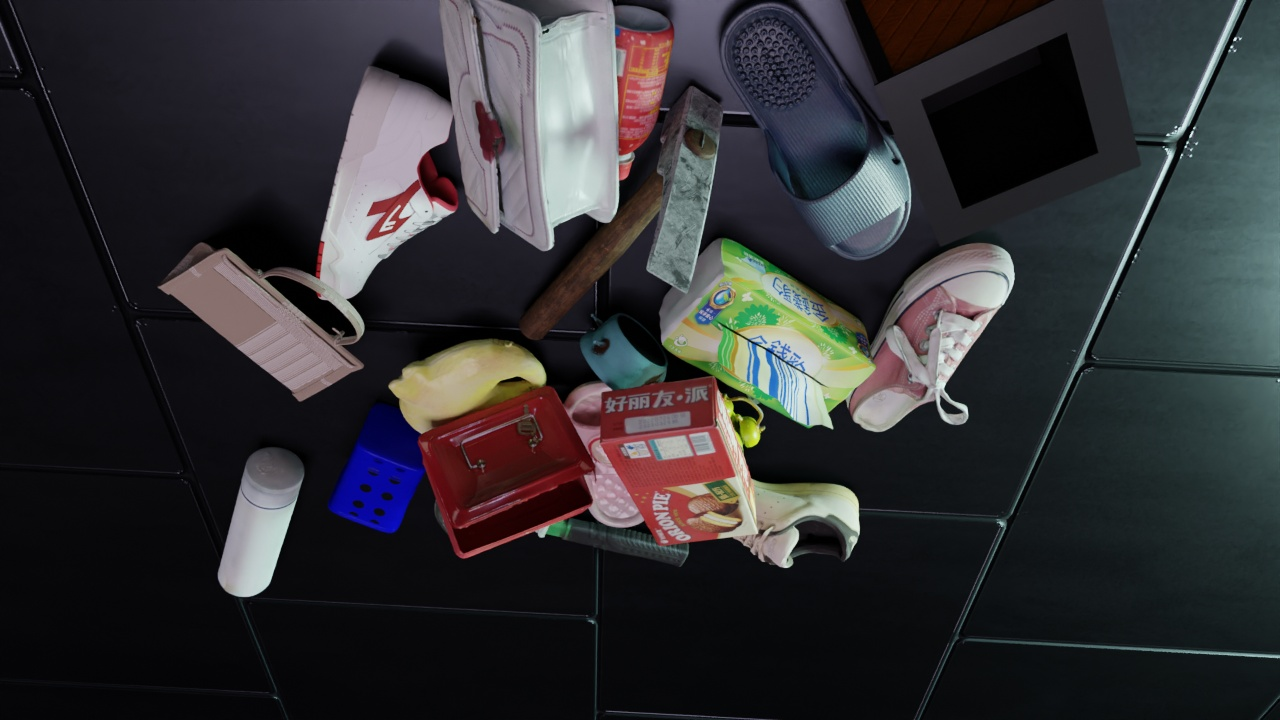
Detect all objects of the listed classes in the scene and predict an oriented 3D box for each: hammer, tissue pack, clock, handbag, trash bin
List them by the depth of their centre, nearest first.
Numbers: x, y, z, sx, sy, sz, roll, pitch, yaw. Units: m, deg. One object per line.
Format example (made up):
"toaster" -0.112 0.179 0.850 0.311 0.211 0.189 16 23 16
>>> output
"trash bin" 0.250 -0.210 0.678 0.140 0.171 0.140 -22 125 20
"handbag" -0.097 -0.202 0.732 0.142 0.096 0.199 31 140 33
"hammer" -0.037 -0.074 0.808 0.037 0.217 0.302 28 138 -20
"handbag" -0.332 -0.043 0.865 0.198 0.062 0.175 -6 136 45
"tissue pack" 0.122 -0.006 0.874 0.197 0.141 0.121 23 127 -16
"clock" -0.005 0.005 0.926 0.124 0.090 0.053 38 112 -25
"clock" 0.081 0.081 1.002 0.119 0.057 0.083 -35 121 29
"hammer" -0.095 0.208 1.136 0.318 0.032 0.130 14 128 -10

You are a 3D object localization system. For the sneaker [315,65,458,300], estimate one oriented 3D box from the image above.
"sneaker" -0.222 -0.139 0.825 0.104 0.090 0.237 15 126 -18

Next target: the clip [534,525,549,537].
"clip" -0.117 0.155 1.077 0.054 0.043 0.102 22 101 -28

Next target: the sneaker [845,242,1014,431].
"sneaker" 0.281 -0.006 0.902 0.118 0.087 0.242 18 129 -12

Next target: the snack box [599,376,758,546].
"snack box" 0.045 0.110 0.933 0.113 0.060 0.236 -9 143 12

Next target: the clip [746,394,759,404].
"clip" 0.114 0.014 0.969 0.061 0.023 0.076 -34 123 25

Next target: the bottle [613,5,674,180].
"bottle" -0.013 -0.216 0.759 0.062 0.061 0.138 10 130 -5

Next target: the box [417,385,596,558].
"box" -0.140 0.120 0.969 0.157 0.137 0.127 -20 150 -14

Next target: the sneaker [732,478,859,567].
"sneaker" 0.136 0.192 1.063 0.241 0.102 0.089 5 130 0

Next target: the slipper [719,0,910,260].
"slipper" 0.156 -0.178 0.770 0.101 0.082 0.263 -27 123 20

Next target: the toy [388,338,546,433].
"toy" -0.187 0.030 0.969 0.154 0.064 0.171 18 135 -37

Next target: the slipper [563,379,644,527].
"slipper" -0.033 0.109 1.032 0.107 0.055 0.222 -1 127 6

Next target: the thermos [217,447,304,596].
"thermos" -0.467 0.202 1.125 0.068 0.067 0.231 21 127 -14

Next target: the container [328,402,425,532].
"container" -0.289 0.120 1.037 0.085 0.084 0.114 23 126 -14
